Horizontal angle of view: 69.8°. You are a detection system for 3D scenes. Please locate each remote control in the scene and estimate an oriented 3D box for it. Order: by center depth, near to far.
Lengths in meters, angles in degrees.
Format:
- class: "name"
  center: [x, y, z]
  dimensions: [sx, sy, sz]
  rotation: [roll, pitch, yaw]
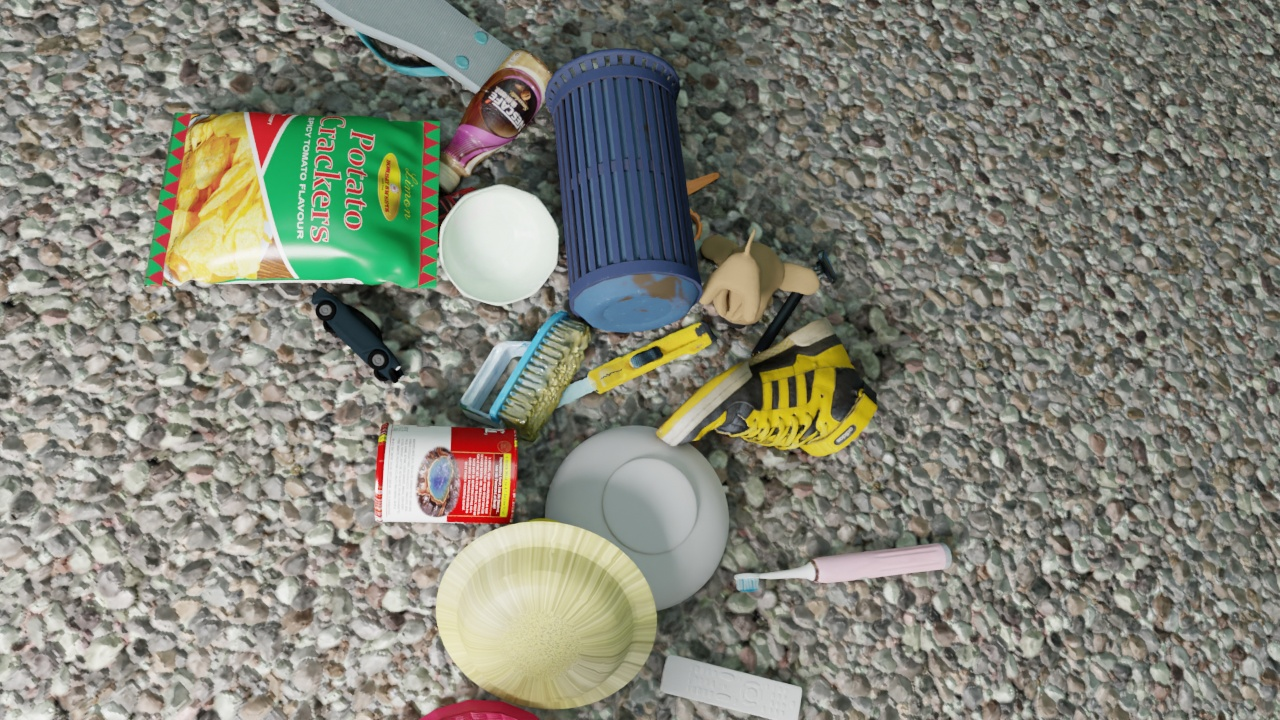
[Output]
- class: "remote control"
  center: [0.083, 0.299, 0.834]
  dimensions: [0.131, 0.012, 0.033]
  rotation: [16, 69, -6]

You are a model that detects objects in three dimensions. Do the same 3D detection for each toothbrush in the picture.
- class: "toothbrush"
  center: [0.197, 0.202, 0.890]
  dimensions: [0.222, 0.027, 0.026]
  rotation: [-4, 69, -13]

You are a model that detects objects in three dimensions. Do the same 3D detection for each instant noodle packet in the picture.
- class: "instant noodle packet"
  center: [-0.320, -0.154, 0.870]
  dimensions: [0.252, 0.090, 0.195]
  rotation: [0, 64, -9]

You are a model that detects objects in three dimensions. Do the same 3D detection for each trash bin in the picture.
- class: "trash bin"
  center: [-0.016, -0.161, 0.909]
  dimensions: [0.139, 0.139, 0.249]
  rotation: [-2, 71, -13]

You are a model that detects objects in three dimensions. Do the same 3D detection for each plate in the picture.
- class: "plate"
  center: [-0.080, 0.222, 0.750]
  dimensions: [0.184, 0.036, 0.184]
  rotation: [1, 110, 2]

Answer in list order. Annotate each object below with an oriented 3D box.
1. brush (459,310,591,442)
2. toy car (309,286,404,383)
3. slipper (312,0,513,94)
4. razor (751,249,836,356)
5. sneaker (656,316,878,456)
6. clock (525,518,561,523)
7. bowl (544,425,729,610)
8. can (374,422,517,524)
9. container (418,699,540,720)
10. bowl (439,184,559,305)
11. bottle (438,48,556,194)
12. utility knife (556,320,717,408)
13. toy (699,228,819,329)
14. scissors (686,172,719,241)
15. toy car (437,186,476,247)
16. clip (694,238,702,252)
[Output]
- class: "brush"
  center: [-0.107, 0.006, 0.881]
  dimensions: [0.075, 0.055, 0.135]
  rotation: [22, 65, 17]
- class: "toy car"
  center: [-0.263, -0.024, 0.860]
  dimensions: [0.112, 0.046, 0.034]
  rotation: [42, 72, 7]
- class: "slipper"
  center: [-0.235, -0.353, 0.995]
  dimensions: [0.268, 0.055, 0.098]
  rotation: [27, 63, -14]
- class: "razor"
  center: [0.161, -0.057, 0.983]
  dimensions: [0.144, 0.022, 0.043]
  rotation: [-50, 126, -20]
- class: "sneaker"
  center: [0.132, 0.054, 0.887]
  dimensions: [0.237, 0.086, 0.122]
  rotation: [-29, 76, -31]
- class: "clock"
  center: [-0.103, 0.187, 0.802]
  dimensions: [0.119, 0.057, 0.083]
  rotation: [-20, 87, 17]
- class: "bowl"
  center: [0.003, 0.139, 0.847]
  dimensions: [0.176, 0.066, 0.176]
  rotation: [4, 69, -11]
- class: "can"
  center: [-0.171, 0.101, 0.811]
  dimensions: [0.116, 0.087, 0.086]
  rotation: [3, 69, -12]
- class: "container"
  center: [-0.114, 0.340, 0.658]
  dimensions: [0.183, 0.226, 0.183]
  rotation: [4, 69, -11]
- class: "bowl"
  center: [-0.143, -0.118, 0.903]
  dimensions: [0.117, 0.061, 0.117]
  rotation: [-6, 110, -17]
- class: "bottle"
  center: [-0.158, -0.243, 0.949]
  dimensions: [0.059, 0.060, 0.166]
  rotation: [39, 83, 3]
- class: "utility knife"
  center: [-0.005, 0.005, 0.926]
  dimensions: [0.190, 0.018, 0.030]
  rotation: [-26, 68, -17]
- class: "toy"
  center: [0.107, -0.082, 0.933]
  dimensions: [0.134, 0.108, 0.106]
  rotation: [22, 102, 14]
- class: "scissors"
  center: [0.030, -0.181, 1.004]
  dimensions: [0.128, 0.011, 0.125]
  rotation: [2, 70, -12]
- class: "toy car"
  center: [-0.196, -0.146, 0.928]
  dimensions: [0.091, 0.036, 0.042]
  rotation: [-29, 77, -27]
- class: "clip"
  center: [0.043, -0.097, 0.964]
  dimensions: [0.050, 0.023, 0.078]
  rotation: [10, 76, -6]
